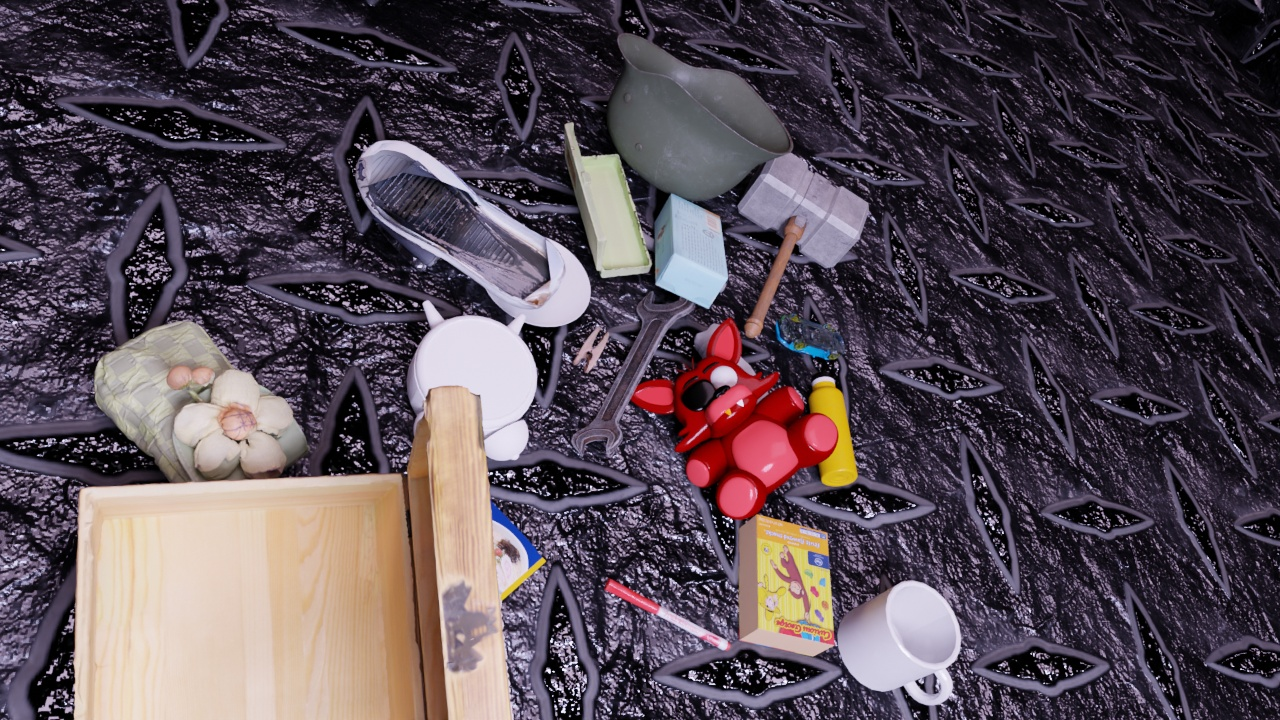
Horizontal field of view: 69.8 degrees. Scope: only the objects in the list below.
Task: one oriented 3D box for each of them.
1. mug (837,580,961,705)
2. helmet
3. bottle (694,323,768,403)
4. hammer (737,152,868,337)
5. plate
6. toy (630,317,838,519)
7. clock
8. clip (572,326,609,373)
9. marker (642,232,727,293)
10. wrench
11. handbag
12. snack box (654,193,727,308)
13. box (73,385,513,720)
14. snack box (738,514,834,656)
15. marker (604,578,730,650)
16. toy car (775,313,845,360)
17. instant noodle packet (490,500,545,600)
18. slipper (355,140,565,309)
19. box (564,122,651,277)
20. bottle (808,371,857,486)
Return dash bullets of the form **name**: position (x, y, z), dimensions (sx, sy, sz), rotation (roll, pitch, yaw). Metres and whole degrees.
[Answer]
- **mug**: position (0.279, 0.303, 0.963), dimensions (0.090, 0.090, 0.121), rotation (-18, 68, -35)
- **helmet**: position (0.050, -0.311, 1.221), dimensions (0.268, 0.154, 0.226), rotation (46, 31, 5)
- **bottle**: position (0.115, 0.020, 1.104), dimensions (0.044, 0.044, 0.136), rotation (-20, 69, -36)
- **hammer**: position (0.190, -0.138, 1.226), dimensions (0.162, 0.083, 0.316), rotation (32, 49, -5)
- **plate**: position (-0.124, -0.093, 1.080), dimensions (0.134, 0.011, 0.134), rotation (14, 53, -19)
- **toy**: position (0.103, 0.065, 1.021), dimensions (0.158, 0.120, 0.197), rotation (-37, 74, -6)
- **clock**: position (-0.175, 0.025, 0.942), dimensions (0.125, 0.073, 0.160), rotation (7, 63, -23)
- **clip**: position (-0.053, -0.011, 1.052), dimensions (0.061, 0.026, 0.049), rotation (-20, 70, -34)
- **marker**: position (0.050, -0.129, 1.192), dimensions (0.140, 0.016, 0.016), rotation (31, 49, -5)
- **wrench**: position (-0.006, 0.006, 1.052), dimensions (0.070, 0.010, 0.272), rotation (7, 47, 23)
- **handbag**: position (-0.378, 0.042, 0.784), dimensions (0.186, 0.117, 0.113), rotation (46, 51, 5)
- **snack box**: position (0.061, -0.140, 1.149), dimensions (0.075, 0.053, 0.174), rotation (24, 31, -16)
- **box**: position (-0.208, 0.193, 0.601), dimensions (0.286, 0.337, 0.278), rotation (1, 69, -30)
- **snack box**: position (0.153, 0.238, 0.975), dimensions (0.088, 0.040, 0.125), rotation (17, 52, -17)
- **marker**: position (0.028, 0.256, 0.918), dimensions (0.142, 0.013, 0.012), rotation (29, 50, -7)
- **toy car**: position (0.220, -0.027, 1.199), dimensions (0.105, 0.032, 0.048), rotation (12, 53, -27)
- **instant noodle packet**: position (-0.163, 0.166, 0.870), dimensions (0.134, 0.026, 0.086), rotation (46, 47, 8)
- **slipper**: position (-0.209, -0.144, 1.035), dimensions (0.264, 0.063, 0.111), rotation (32, 60, -2)
- **box**: position (-0.039, -0.200, 1.147), dimensions (0.082, 0.098, 0.187), rotation (-9, 64, -14)
- **bottle**: position (0.233, 0.080, 1.124), dimensions (0.043, 0.043, 0.143), rotation (12, 54, -20)
